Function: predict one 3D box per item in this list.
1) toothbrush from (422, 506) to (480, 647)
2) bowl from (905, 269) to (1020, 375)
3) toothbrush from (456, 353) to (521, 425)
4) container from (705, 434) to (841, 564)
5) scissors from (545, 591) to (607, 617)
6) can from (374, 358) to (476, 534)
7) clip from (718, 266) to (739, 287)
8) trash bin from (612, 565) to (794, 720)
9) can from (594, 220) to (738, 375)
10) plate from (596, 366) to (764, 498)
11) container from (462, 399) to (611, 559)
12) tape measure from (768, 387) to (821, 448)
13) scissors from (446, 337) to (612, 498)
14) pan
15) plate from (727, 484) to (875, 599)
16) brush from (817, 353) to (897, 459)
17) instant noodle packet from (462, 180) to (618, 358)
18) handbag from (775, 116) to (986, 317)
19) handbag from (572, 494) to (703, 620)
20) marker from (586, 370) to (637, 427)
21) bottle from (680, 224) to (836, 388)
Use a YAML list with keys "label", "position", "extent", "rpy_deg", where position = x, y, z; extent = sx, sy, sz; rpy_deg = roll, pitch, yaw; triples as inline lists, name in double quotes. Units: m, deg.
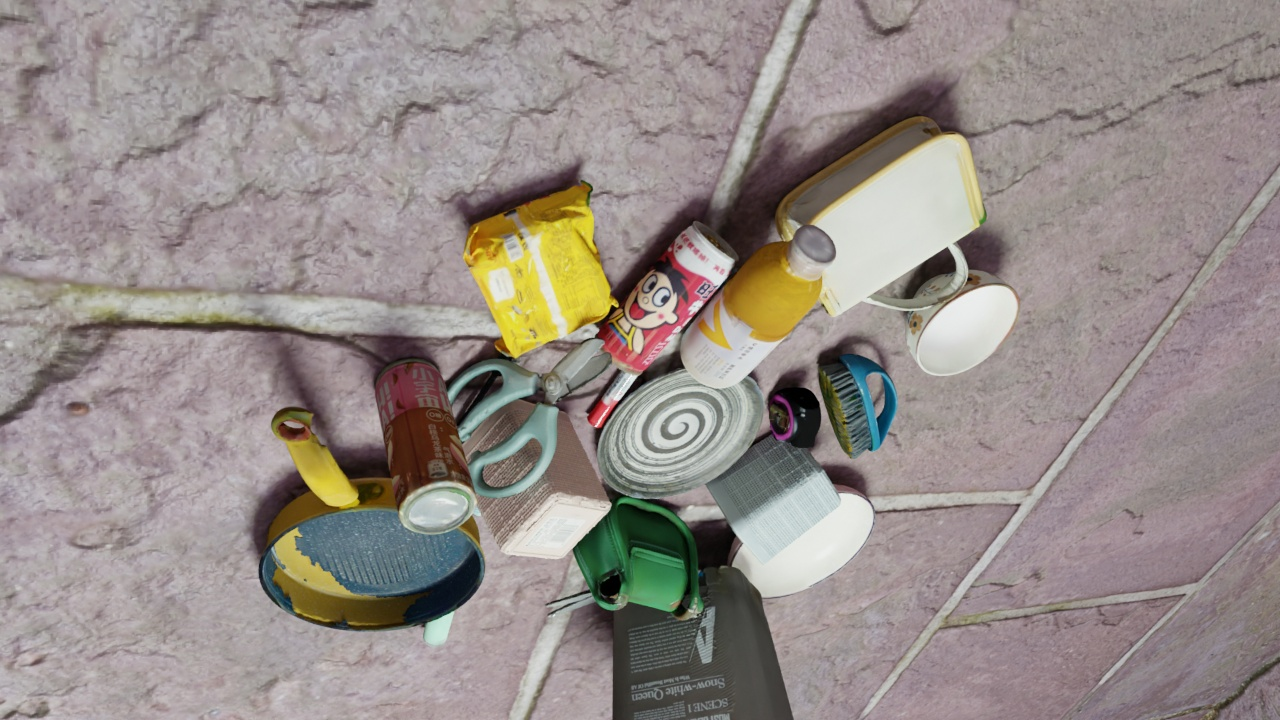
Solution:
- label: "toothbrush"
  position: [-0.190, 0.214, 0.931]
  extent: [0.027, 0.026, 0.225]
  rpy_deg: [23, 124, 3]
- label: "bowl"
  position: [0.309, -0.046, 0.909]
  extent: [0.113, 0.062, 0.114]
  rpy_deg: [-12, 133, -14]
- label: "toothbrush"
  position: [-0.158, 0.060, 0.815]
  extent: [0.018, 0.015, 0.181]
  rpy_deg: [14, 122, -45]
- label: "container"
  position: [0.143, 0.141, 0.982]
  extent: [0.111, 0.090, 0.090]
  rpy_deg: [-36, 135, 4]
- label: "scissors"
  position: [-0.026, 0.258, 1.060]
  extent: [0.172, 0.012, 0.133]
  rpy_deg: [7, 128, -29]
- label: "can"
  position: [-0.170, 0.064, 0.719]
  extent: [0.058, 0.147, 0.058]
  rpy_deg: [-13, 134, -14]
- label: "clip"
  position: [0.087, -0.072, 0.813]
  extent: [0.057, 0.032, 0.025]
  rpy_deg: [18, 118, -28]
- label: "trash bin"
  position: [0.067, 0.363, 1.016]
  extent: [0.199, 0.219, 0.199]
  rpy_deg: [-15, 148, 14]
- label: "can"
  position: [0.021, -0.052, 0.773]
  extent: [0.053, 0.053, 0.133]
  rpy_deg: [25, 116, -39]
- label: "plate"
  position: [0.038, 0.069, 0.912]
  extent: [0.179, 0.024, 0.180]
  rpy_deg: [-14, 132, -16]
- label: "container"
  position: [-0.094, 0.108, 0.811]
  extent: [0.090, 0.111, 0.089]
  rpy_deg: [-47, 143, 18]
- label: "tape measure"
  position: [0.155, 0.056, 0.930]
  extent: [0.039, 0.058, 0.057]
  rpy_deg: [-3, 112, -21]
- label: "scissors"
  position: [-0.085, 0.047, 0.752]
  extent: [0.180, 0.143, 0.019]
  rpy_deg: [-24, 166, 18]
- label: "pan"
  position: [-0.241, 0.138, 0.772]
  extent: [0.197, 0.078, 0.358]
  rpy_deg: [-7, 135, -6]
- label: "plate"
  position: [0.187, 0.211, 1.099]
  extent: [0.192, 0.039, 0.193]
  rpy_deg: [-13, 134, -14]
- label: "brush"
  position: [0.232, 0.044, 0.958]
  extent: [0.073, 0.055, 0.144]
  rpy_deg: [-25, 135, -1]
- label: "instant noodle packet"
  position: [-0.077, -0.070, 0.716]
  extent: [0.110, 0.044, 0.128]
  rpy_deg: [-26, 140, -12]
- label: "handbag"
  position: [0.218, -0.105, 0.805]
  extent: [0.163, 0.063, 0.179]
  rpy_deg: [-33, 128, 4]
- label: "handbag"
  position: [0.002, 0.209, 0.952]
  extent: [0.131, 0.120, 0.068]
  rpy_deg: [24, 122, -41]
- label: "marker"
  position: [-0.005, 0.005, 0.837]
  extent: [0.017, 0.017, 0.145]
  rpy_deg: [18, 120, -36]
- label: "bottle"
  position: [0.097, -0.043, 0.765]
  extent: [0.068, 0.068, 0.190]
  rpy_deg: [0, 152, -25]
